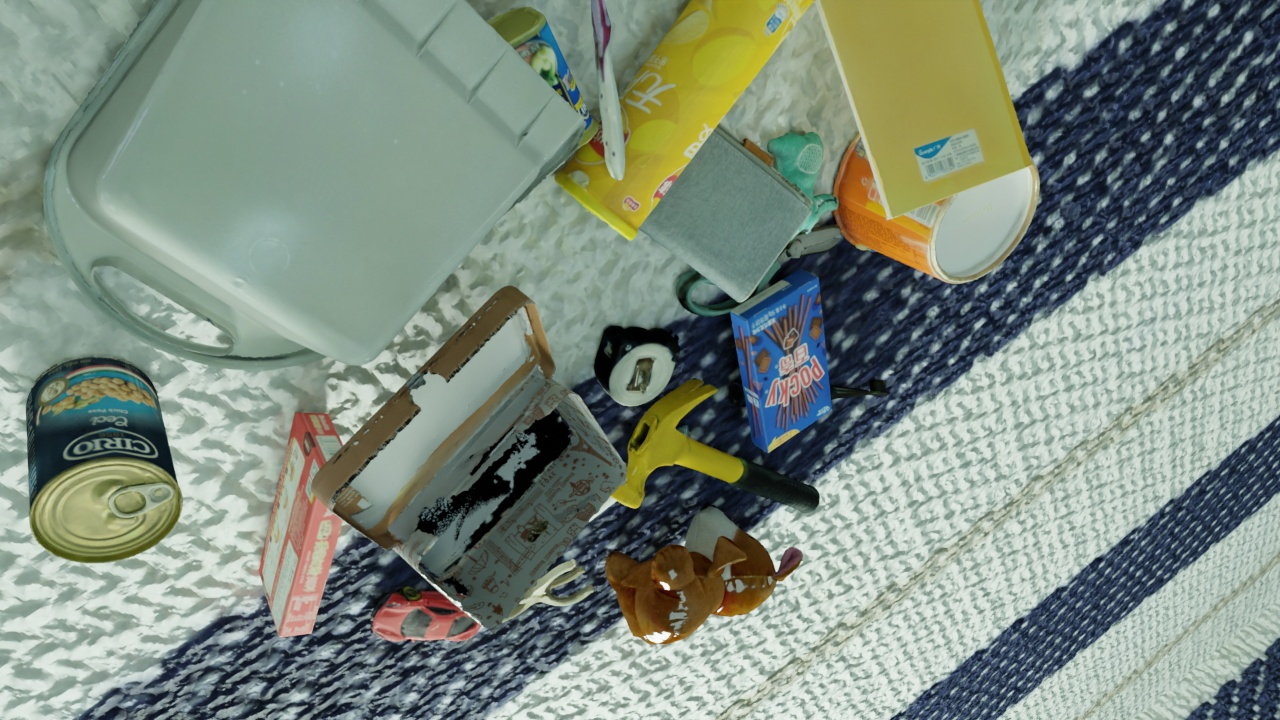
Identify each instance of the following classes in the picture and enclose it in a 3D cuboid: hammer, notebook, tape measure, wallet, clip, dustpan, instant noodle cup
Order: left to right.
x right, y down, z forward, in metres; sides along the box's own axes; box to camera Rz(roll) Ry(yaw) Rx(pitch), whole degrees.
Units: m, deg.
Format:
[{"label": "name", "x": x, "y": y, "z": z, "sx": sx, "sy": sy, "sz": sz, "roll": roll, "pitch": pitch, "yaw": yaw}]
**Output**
[{"label": "dustpan", "x": -0.207, "y": -0.109, "z": 0.540, "sx": 0.222, "sy": 0.143, "sz": 0.257, "roll": 40, "pitch": 77, "yaw": -36}, {"label": "clip", "x": -0.095, "y": 0.207, "z": 0.868, "sx": 0.101, "sy": 0.035, "sz": 0.096, "roll": -7, "pitch": 129, "yaw": -21}, {"label": "tape measure", "x": -0.005, "y": 0.005, "z": 0.781, "sx": 0.065, "sy": 0.033, "sz": 0.066, "roll": -1, "pitch": 121, "yaw": -31}, {"label": "wallet", "x": 0.061, "y": -0.123, "z": 0.719, "sx": 0.129, "sy": 0.037, "sz": 0.106, "roll": 33, "pitch": 99, "yaw": -24}, {"label": "hammer", "x": 0.093, "y": 0.108, "z": 0.907, "sx": 0.300, "sy": 0.033, "sz": 0.129, "roll": 26, "pitch": 91, "yaw": -46}, {"label": "notebook", "x": 0.212, "y": -0.225, "z": 0.694, "sx": 0.145, "sy": 0.010, "sz": 0.206, "roll": -22, "pitch": 94, "yaw": -20}, {"label": "instant noodle cup", "x": 0.260, "y": -0.143, "z": 0.797, "sx": 0.151, "sy": 0.111, "sz": 0.152, "roll": -17, "pitch": 129, "yaw": -23}]

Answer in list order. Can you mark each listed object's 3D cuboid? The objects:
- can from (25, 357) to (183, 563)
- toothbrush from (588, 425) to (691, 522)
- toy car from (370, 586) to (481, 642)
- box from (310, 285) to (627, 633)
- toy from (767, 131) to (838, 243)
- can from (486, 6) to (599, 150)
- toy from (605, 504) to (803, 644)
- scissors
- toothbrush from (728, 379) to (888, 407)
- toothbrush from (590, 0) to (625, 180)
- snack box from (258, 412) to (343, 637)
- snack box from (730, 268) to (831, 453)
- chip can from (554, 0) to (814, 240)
[{"label": "can", "x": -0.324, "y": 0.056, "z": 0.551, "sx": 0.075, "sy": 0.111, "sz": 0.075, "roll": -19, "pitch": 131, "yaw": -23}, {"label": "toothbrush", "x": -0.040, "y": 0.128, "z": 0.846, "sx": 0.220, "sy": 0.027, "sz": 0.026, "roll": -35, "pitch": 142, "yaw": -15}, {"label": "toy car", "x": -0.189, "y": 0.230, "z": 0.823, "sx": 0.106, "sy": 0.031, "sz": 0.049, "roll": 13, "pitch": 112, "yaw": -37}, {"label": "box", "x": -0.119, "y": 0.070, "z": 0.664, "sx": 0.178, "sy": 0.103, "sz": 0.261, "roll": -48, "pitch": 142, "yaw": -15}, {"label": "toy", "x": 0.135, "y": -0.145, "z": 0.763, "sx": 0.096, "sy": 0.030, "sz": 0.092, "roll": -18, "pitch": 118, "yaw": -40}, {"label": "can", "x": -0.089, "y": -0.164, "z": 0.588, "sx": 0.102, "sy": 0.057, "sz": 0.083, "roll": -35, "pitch": 132, "yaw": -7}, {"label": "toy", "x": 0.063, "y": 0.213, "z": 0.931, "sx": 0.199, "sy": 0.140, "sz": 0.130, "roll": 5, "pitch": 76, "yaw": -38}, {"label": "scissors", "x": 0.103, "y": -0.077, "z": 0.805, "sx": 0.185, "sy": 0.019, "sz": 0.129, "roll": 5, "pitch": 118, "yaw": -34}, {"label": "toothbrush", "x": 0.178, "y": 0.031, "z": 0.928, "sx": 0.212, "sy": 0.026, "sz": 0.027, "roll": -1, "pitch": 78, "yaw": -35}, {"label": "toothbrush", "x": -0.022, "y": -0.211, "z": 0.588, "sx": 0.017, "sy": 0.016, "sz": 0.188, "roll": -17, "pitch": 108, "yaw": -37}, {"label": "snack box", "x": -0.247, "y": 0.120, "z": 0.673, "sx": 0.025, "sy": 0.075, "sz": 0.153, "roll": 3, "pitch": 119, "yaw": -37}, {"label": "snack box", "x": 0.132, "y": 0.003, "z": 0.843, "sx": 0.084, "sy": 0.026, "sz": 0.157, "roll": -31, "pitch": 129, "yaw": -21}, {"label": "chip can", "x": 0.031, "y": -0.188, "z": 0.641, "sx": 0.213, "sy": 0.072, "sz": 0.072, "roll": -51, "pitch": 134, "yaw": 7}]
